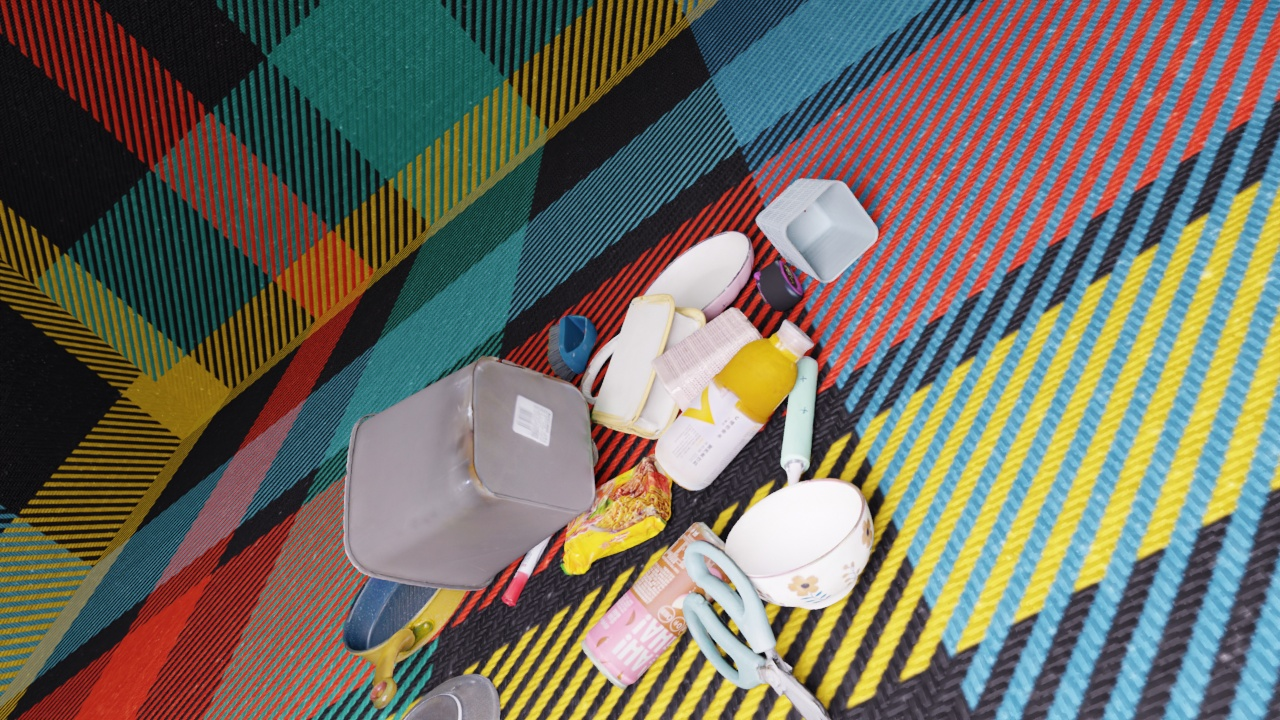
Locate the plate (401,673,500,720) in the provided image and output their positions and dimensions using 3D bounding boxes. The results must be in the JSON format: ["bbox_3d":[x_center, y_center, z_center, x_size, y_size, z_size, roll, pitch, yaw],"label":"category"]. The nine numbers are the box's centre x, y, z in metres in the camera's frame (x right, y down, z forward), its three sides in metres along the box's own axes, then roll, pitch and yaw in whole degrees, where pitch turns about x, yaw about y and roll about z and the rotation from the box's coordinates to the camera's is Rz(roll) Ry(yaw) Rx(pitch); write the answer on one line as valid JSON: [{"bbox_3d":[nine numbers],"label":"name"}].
[{"bbox_3d":[-0.210,0.381,0.891,0.180,0.024,0.179,-35,25,18],"label":"plate"}]

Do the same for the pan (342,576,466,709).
[{"bbox_3d":[-0.275,0.298,1.062,0.198,0.078,0.357,-43,24,1],"label":"pan"}]

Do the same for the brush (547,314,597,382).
[{"bbox_3d":[-0.097,-0.027,1.355,0.074,0.055,0.143,-37,24,15],"label":"brush"}]

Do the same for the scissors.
[{"bbox_3d":[0.082,0.219,0.674,0.019,0.143,0.180,-18,46,-28],"label":"scissors"}]

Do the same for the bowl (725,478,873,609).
[{"bbox_3d":[0.128,0.148,0.698,0.113,0.062,0.113,-26,17,8],"label":"bowl"}]

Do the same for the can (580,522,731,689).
[{"bbox_3d":[0.019,0.208,0.784,0.147,0.058,0.058,-45,24,-5],"label":"can"}]

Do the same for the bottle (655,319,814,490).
[{"bbox_3d":[0.093,0.042,0.896,0.190,0.068,0.068,-50,22,13],"label":"bottle"}]

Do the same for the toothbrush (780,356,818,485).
[{"bbox_3d":[0.146,0.074,0.850,0.223,0.027,0.027,-72,1,-48],"label":"toothbrush"}]

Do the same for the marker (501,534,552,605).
[{"bbox_3d":[-0.116,0.211,1.038,0.017,0.017,0.144,-17,35,45],"label":"marker"}]

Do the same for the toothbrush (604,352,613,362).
[{"bbox_3d":[-0.032,-0.016,1.233,0.181,0.018,0.015,-31,36,66],"label":"toothbrush"}]

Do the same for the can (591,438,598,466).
[{"bbox_3d":[-0.117,0.131,1.126,0.133,0.053,0.053,-27,28,31],"label":"can"}]

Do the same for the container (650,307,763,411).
[{"bbox_3d":[0.086,0.012,0.973,0.111,0.090,0.090,-38,24,5],"label":"container"}]

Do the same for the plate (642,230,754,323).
[{"bbox_3d":[0.076,-0.093,1.218,0.193,0.039,0.192,-34,26,19],"label":"plate"}]

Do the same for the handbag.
[{"bbox_3d":[-0.007,0.006,1.102,0.179,0.063,0.163,5,73,58],"label":"handbag"}]

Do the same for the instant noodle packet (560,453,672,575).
[{"bbox_3d":[-0.025,0.159,0.955,0.129,0.044,0.110,-33,21,22],"label":"instant noodle packet"}]

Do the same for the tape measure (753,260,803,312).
[{"bbox_3d":[0.159,-0.085,1.056,0.039,0.057,0.057,-33,3,24],"label":"tape measure"}]

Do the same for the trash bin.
[{"bbox_3d":[-0.178,0.117,0.988,0.220,0.198,0.198,-33,51,38],"label":"trash bin"}]

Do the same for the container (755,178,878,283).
[{"bbox_3d":[0.201,-0.157,1.076,0.090,0.090,0.111,-43,21,0],"label":"container"}]
